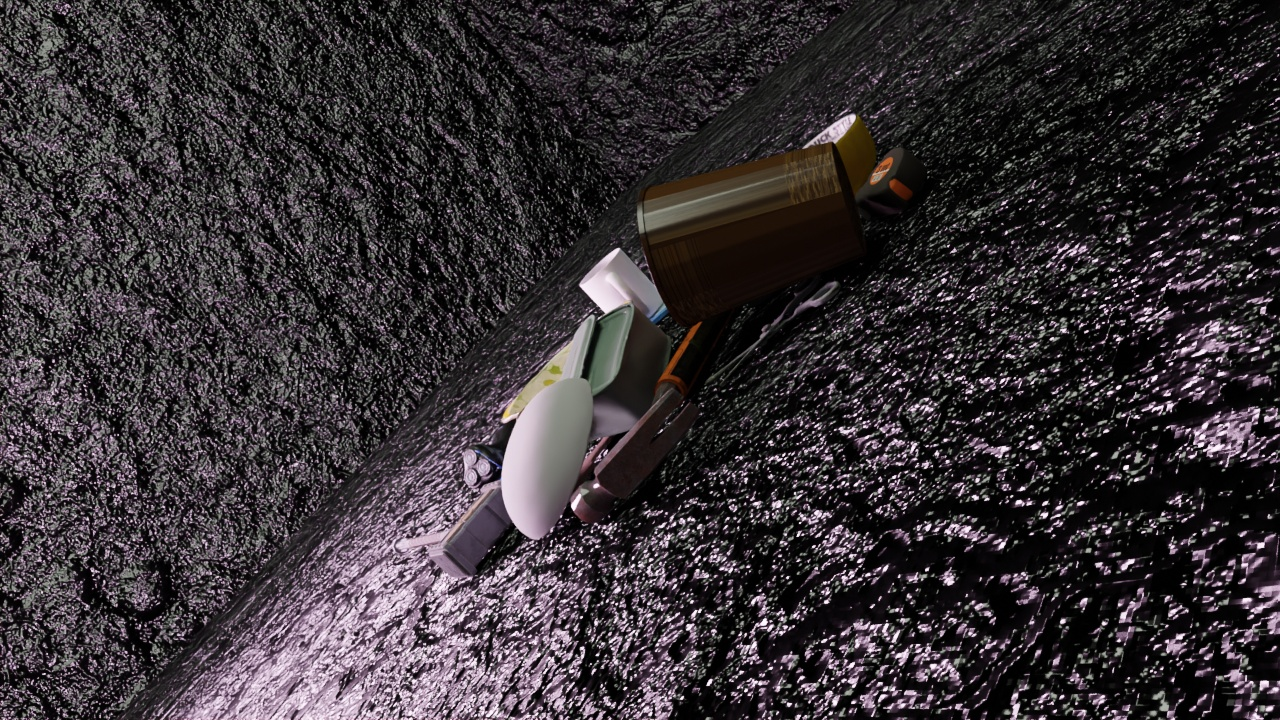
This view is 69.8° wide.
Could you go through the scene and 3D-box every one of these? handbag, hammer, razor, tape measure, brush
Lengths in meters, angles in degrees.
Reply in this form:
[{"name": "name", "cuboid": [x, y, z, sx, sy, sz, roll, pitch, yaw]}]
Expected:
[{"name": "handbag", "cuboid": [-0.034, 0.011, 0.917, 0.106, 0.067, 0.121, -23, 38, 35]}, {"name": "hammer", "cuboid": [-0.232, 0.203, 1.049, 0.098, 0.044, 0.323, -50, 14, -31]}, {"name": "razor", "cuboid": [-0.182, 0.111, 1.157, 0.053, 0.063, 0.140, -37, 14, 22]}, {"name": "tape measure", "cuboid": [0.228, -0.157, 0.821, 0.058, 0.038, 0.058, -59, 14, -8]}, {"name": "brush", "cuboid": [-0.052, 0.106, 0.880, 0.050, 0.015, 0.135, -35, 9, 40]}, {"name": "hammer", "cuboid": [0.040, 0.009, 0.825, 0.138, 0.035, 0.313, -49, 4, 36]}]

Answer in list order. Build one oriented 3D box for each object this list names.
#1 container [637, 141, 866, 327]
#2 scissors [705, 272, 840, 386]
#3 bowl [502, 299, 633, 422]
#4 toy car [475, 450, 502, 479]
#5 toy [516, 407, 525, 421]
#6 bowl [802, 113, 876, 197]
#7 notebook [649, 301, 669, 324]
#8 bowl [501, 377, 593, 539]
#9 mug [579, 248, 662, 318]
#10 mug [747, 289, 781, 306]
[{"name": "container", "cuboid": [0.101, -0.114, 0.802, 0.167, 0.132, 0.132, -16, 22, 20]}, {"name": "scissors", "cuboid": [0.119, -0.034, 0.803, 0.142, 0.014, 0.157, -36, 11, 30]}, {"name": "bowl", "cuboid": [-0.073, 0.019, 1.134, 0.219, 0.060, 0.188, -42, 12, 9]}, {"name": "toy car", "cuboid": [-0.151, 0.121, 1.028, 0.033, 0.062, 0.092, -49, 13, -24]}, {"name": "toy", "cuboid": [-0.087, 0.084, 1.014, 0.090, 0.071, 0.103, -32, 32, -24]}, {"name": "bowl", "cuboid": [0.199, -0.193, 0.960, 0.117, 0.067, 0.117, -41, 12, 11]}, {"name": "notebook", "cuboid": [0.033, -0.089, 1.282, 0.254, 0.009, 0.180, -40, 13, 15]}, {"name": "bowl", "cuboid": [-0.092, 0.081, 0.817, 0.150, 0.043, 0.149, -53, 26, 40]}, {"name": "mug", "cuboid": [-0.021, -0.091, 1.221, 0.074, 0.090, 0.110, -44, 13, 0]}, {"name": "mug", "cuboid": [0.120, -0.109, 0.902, 0.071, 0.077, 0.105, -49, 13, -27]}]
